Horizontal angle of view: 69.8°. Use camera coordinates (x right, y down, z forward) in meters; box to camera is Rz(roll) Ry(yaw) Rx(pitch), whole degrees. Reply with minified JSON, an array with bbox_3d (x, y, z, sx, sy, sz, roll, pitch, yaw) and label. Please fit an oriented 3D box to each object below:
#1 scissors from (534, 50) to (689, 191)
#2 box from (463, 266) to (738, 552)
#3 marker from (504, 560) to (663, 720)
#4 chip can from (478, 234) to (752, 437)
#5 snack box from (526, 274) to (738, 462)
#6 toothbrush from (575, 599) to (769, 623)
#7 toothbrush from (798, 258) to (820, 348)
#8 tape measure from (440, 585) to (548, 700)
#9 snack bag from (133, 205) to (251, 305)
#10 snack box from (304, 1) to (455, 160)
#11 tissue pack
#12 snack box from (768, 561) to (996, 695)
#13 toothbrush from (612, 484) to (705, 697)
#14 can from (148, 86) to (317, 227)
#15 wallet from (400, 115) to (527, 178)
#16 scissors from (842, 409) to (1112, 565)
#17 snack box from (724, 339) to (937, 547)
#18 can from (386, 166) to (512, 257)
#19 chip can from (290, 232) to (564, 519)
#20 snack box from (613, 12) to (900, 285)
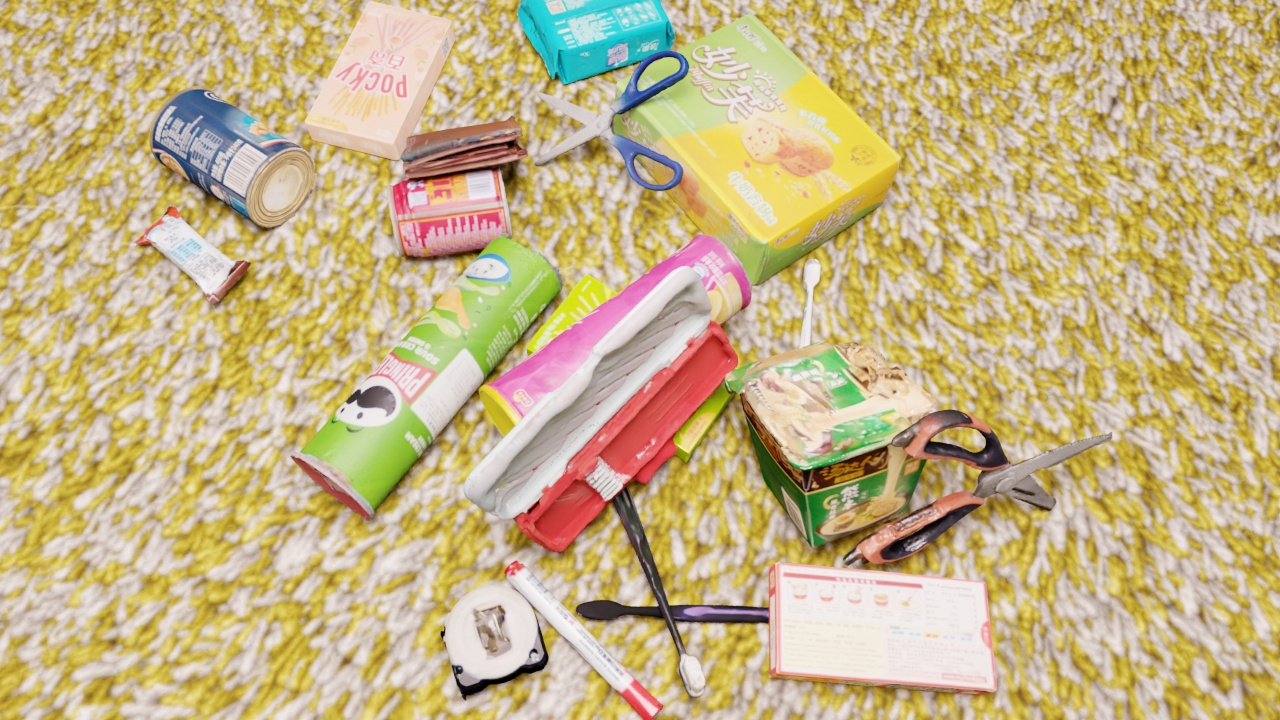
[{"bbox_3d":[-0.021,-0.201,0.785,0.163,0.012,0.174,-46,69,24],"label":"scissors"},{"bbox_3d":[-0.020,0.037,0.624,0.201,0.158,0.039,-46,56,-6],"label":"box"},{"bbox_3d":[-0.042,0.195,0.642,0.145,0.017,0.017,41,68,15],"label":"marker"},{"bbox_3d":[-0.015,-0.011,0.684,0.210,0.071,0.071,-37,72,-18],"label":"chip can"},{"bbox_3d":[-0.004,0.004,0.733,0.156,0.026,0.085,33,67,12],"label":"snack box"},{"bbox_3d":[0.048,0.182,0.659,0.189,0.017,0.014,3,66,-6],"label":"toothbrush"},{"bbox_3d":[0.133,-0.003,0.754,0.016,0.016,0.179,8,66,3],"label":"toothbrush"},{"bbox_3d":[-0.102,0.190,0.631,0.065,0.034,0.066,-18,67,-14],"label":"tape measure"},{"bbox_3d":[-0.369,-0.088,0.754,0.104,0.026,0.048,33,73,11],"label":"snack bag"},{"bbox_3d":[-0.237,-0.261,0.848,0.084,0.026,0.157,14,63,3],"label":"snack box"},{"bbox_3d":[-0.043,-0.324,0.878,0.133,0.050,0.093,-19,68,-12],"label":"tissue pack"},{"bbox_3d":[0.169,0.189,0.648,0.156,0.027,0.077,6,64,-4],"label":"snack box"},{"bbox_3d":[0.008,0.151,0.655,0.015,0.018,0.181,-14,56,-16],"label":"toothbrush"},{"bbox_3d":[-0.339,-0.169,0.769,0.111,0.075,0.075,32,66,11],"label":"can"},{"bbox_3d":[-0.151,-0.181,0.777,0.101,0.032,0.124,-12,21,-7],"label":"wallet"},{"bbox_3d":[0.237,0.082,0.641,0.225,0.189,0.015,-25,46,-4],"label":"scissors"},{"bbox_3d":[0.136,0.064,0.657,0.117,0.106,0.118,-17,36,-12],"label":"snack box"},{"bbox_3d":[-0.158,-0.122,0.762,0.093,0.067,0.066,-10,65,-9],"label":"can"},{"bbox_3d":[-0.155,0.007,0.697,0.072,0.072,0.235,32,65,12],"label":"chip can"},{"bbox_3d":[0.097,-0.190,0.811,0.157,0.070,0.210,-33,71,-17],"label":"snack box"}]
